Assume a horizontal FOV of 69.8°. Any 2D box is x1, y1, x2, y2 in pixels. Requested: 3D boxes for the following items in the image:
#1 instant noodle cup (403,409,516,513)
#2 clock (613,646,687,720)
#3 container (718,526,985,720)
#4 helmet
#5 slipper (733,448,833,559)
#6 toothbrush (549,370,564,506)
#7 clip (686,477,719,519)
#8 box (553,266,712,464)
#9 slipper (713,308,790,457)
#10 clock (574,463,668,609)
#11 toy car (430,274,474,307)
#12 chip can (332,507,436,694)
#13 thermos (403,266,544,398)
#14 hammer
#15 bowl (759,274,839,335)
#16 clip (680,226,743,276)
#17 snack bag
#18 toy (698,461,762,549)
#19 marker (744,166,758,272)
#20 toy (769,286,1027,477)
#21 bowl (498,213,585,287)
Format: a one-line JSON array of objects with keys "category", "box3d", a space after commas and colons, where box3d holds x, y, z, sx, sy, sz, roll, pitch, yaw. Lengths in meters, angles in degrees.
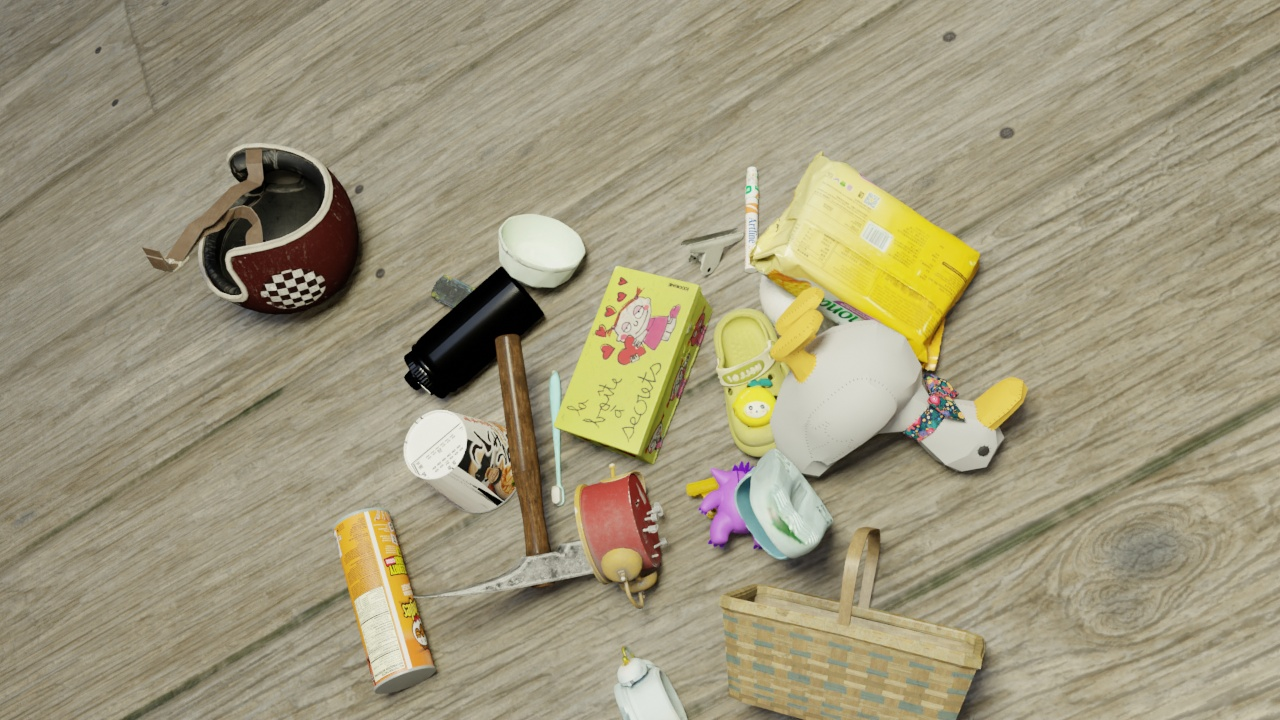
[{"category": "instant noodle cup", "box3d": [-0.226, 0.120, 1.148, 0.124, 0.122, 0.123, -7, 69, 18]}, {"category": "clock", "box3d": [0.005, 0.367, 0.998, 0.057, 0.083, 0.117, -29, 67, 2]}, {"category": "container", "box3d": [0.214, 0.261, 0.922, 0.250, 0.157, 0.186, 8, 85, 22]}, {"category": "helmet", "box3d": [-0.519, -0.178, 1.285, 0.233, 0.254, 0.233, -9, 60, -10]}, {"category": "slipper", "box3d": [0.138, 0.153, 0.936, 0.074, 0.245, 0.104, -37, 83, 11]}, {"category": "toothbrush", "box3d": [-0.108, 0.097, 1.174, 0.016, 0.016, 0.180, -11, 67, 17]}, {"category": "clip", "box3d": [0.085, 0.162, 1.080, 0.054, 0.044, 0.049, -17, 102, 12]}, {"category": "box", "box3d": [-0.007, 0.007, 1.134, 0.124, 0.082, 0.220, 19, 77, 24]}, {"category": "slipper", "box3d": [0.133, 0.016, 1.079, 0.092, 0.081, 0.190, -17, 65, 11]}, {"category": "clock", "box3d": [-0.013, 0.202, 1.044, 0.081, 0.117, 0.158, -18, 59, 9]}, {"category": "toy car", "box3d": [-0.254, -0.089, 1.287, 0.090, 0.027, 0.038, 26, 78, 27]}, {"category": "chip can", "box3d": [-0.322, 0.297, 1.146, 0.075, 0.075, 0.215, -29, 64, 8]}, {"category": "thermos", "box3d": [-0.231, -0.028, 1.224, 0.198, 0.086, 0.086, -41, 63, 2]}, {"category": "hammer", "box3d": [-0.172, 0.120, 1.069, 0.217, 0.037, 0.300, -6, 82, -22]}, {"category": "bowl", "box3d": [0.197, -0.093, 1.105, 0.118, 0.062, 0.118, -7, 69, 18]}, {"category": "clip", "box3d": [0.082, -0.142, 1.171, 0.046, 0.101, 0.056, 51, 136, 24]}, {"category": "snack bag", "box3d": [0.263, -0.115, 1.038, 0.247, 0.068, 0.159, 32, 80, -2]}, {"category": "toy", "box3d": [0.116, 0.161, 1.036, 0.106, 0.056, 0.088, 7, 59, -19]}, {"category": "marker", "box3d": [0.143, -0.182, 1.182, 0.017, 0.017, 0.145, -4, 70, 19]}, {"category": "toy", "box3d": [0.252, 0.044, 0.986, 0.267, 0.140, 0.247, 42, 116, -8]}, {"category": "bowl", "box3d": [-0.138, -0.138, 1.231, 0.117, 0.117, 0.061, 50, 136, 27]}]
